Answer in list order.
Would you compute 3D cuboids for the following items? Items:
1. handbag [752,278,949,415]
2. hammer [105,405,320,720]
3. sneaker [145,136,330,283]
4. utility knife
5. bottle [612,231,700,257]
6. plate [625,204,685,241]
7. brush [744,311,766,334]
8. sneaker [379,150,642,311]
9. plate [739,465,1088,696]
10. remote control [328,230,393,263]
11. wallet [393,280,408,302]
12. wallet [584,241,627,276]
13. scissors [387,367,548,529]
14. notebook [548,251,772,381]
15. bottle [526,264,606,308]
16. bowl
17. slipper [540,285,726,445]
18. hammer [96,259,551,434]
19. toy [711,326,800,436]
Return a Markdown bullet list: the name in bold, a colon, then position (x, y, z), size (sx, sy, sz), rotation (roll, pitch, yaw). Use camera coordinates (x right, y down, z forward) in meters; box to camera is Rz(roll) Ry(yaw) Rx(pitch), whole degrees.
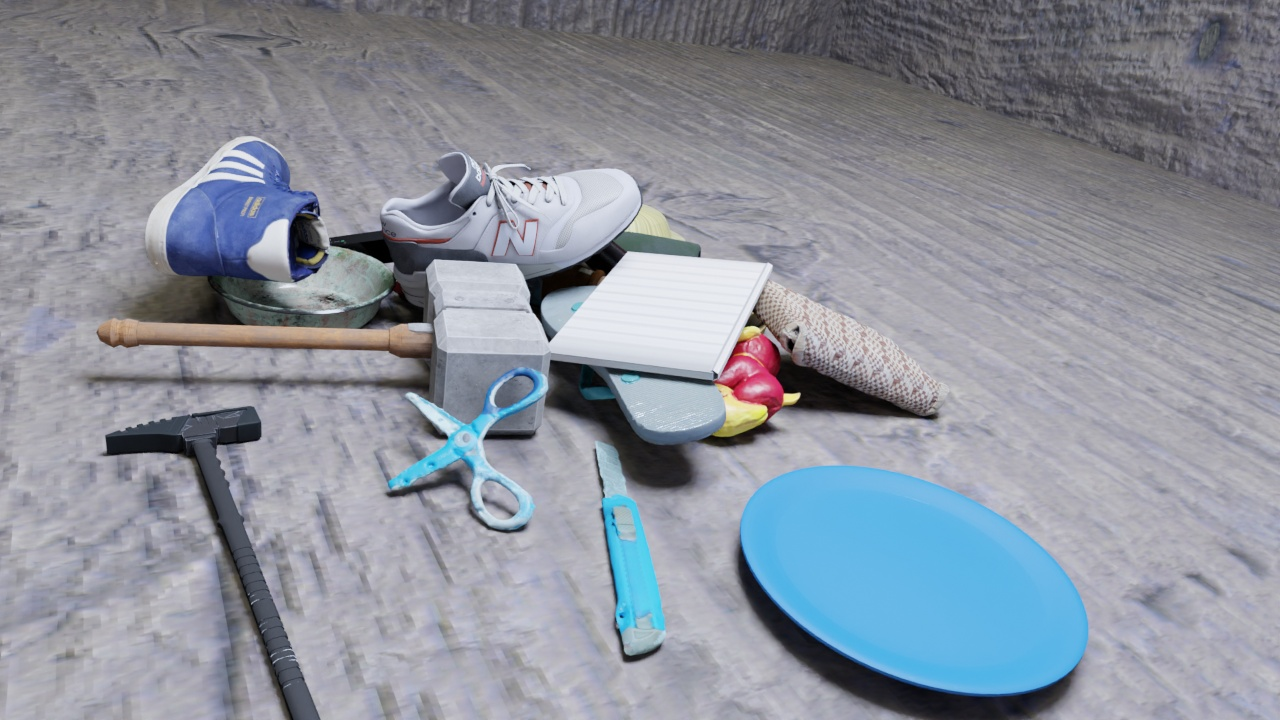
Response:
- **handbag**: position (0.185, -0.011, 0.855), size (0.185, 0.047, 0.124), rotation (22, 21, -24)
- **hammer**: position (-0.232, 0.118, 0.523), size (0.094, 0.015, 0.325), rotation (-8, 32, -33)
- **sneaker**: position (-0.323, -0.138, 0.825), size (0.118, 0.091, 0.232), rotation (6, 27, 2)
- **utility knife**: position (-0.012, 0.113, 0.611), size (0.031, 0.015, 0.221), rotation (8, 24, -14)
- **bottle**: position (-0.022, -0.120, 1.033), size (0.174, 0.055, 0.055), rotation (13, 26, 8)
- **plate**: position (-0.033, -0.176, 1.139), size (0.184, 0.036, 0.184), rotation (7, 21, -3)
- **brush**: position (0.072, -0.034, 0.890), size (0.059, 0.043, 0.194), rotation (29, 25, 28)
- **sneaker**: position (-0.122, -0.132, 0.805), size (0.240, 0.124, 0.088), rotation (-25, 53, 3)
- **plate**: position (0.174, 0.141, 0.606), size (0.224, 0.024, 0.224), rotation (8, 26, -4)
- **remote control**: position (-0.254, -0.110, 0.893), size (0.150, 0.034, 0.013), rotation (-4, 56, 21)
- **wallet**: position (-0.173, -0.094, 0.885), size (0.091, 0.018, 0.115), rotation (26, 72, 29)
- **wallet**: position (-0.047, -0.111, 0.950), size (0.099, 0.031, 0.120), rotation (40, -6, -21)
- **scissors**: position (-0.109, 0.055, 0.637), size (0.134, 0.011, 0.139), rotation (34, 62, 23)
- **notebook**: position (0.023, -0.046, 0.790), size (0.143, 0.009, 0.209), rotation (7, 31, 17)
- **bottle**: position (-0.101, -0.088, 0.922), size (0.157, 0.068, 0.067), rotation (17, 27, 14)
- **bowl**: position (-0.303, -0.060, 0.827), size (0.157, 0.039, 0.157), rotation (8, 26, -4)
- **slipper**: position (-0.005, 0.004, 0.766), size (0.098, 0.055, 0.269), rotation (-19, 32, -18)
- **hammer**: position (-0.242, -0.017, 0.711), size (0.317, 0.083, 0.162), rotation (1, 27, -17)
- **toy**: position (0.085, 0.019, 0.783), size (0.106, 0.067, 0.137), rotation (16, 33, 20)
